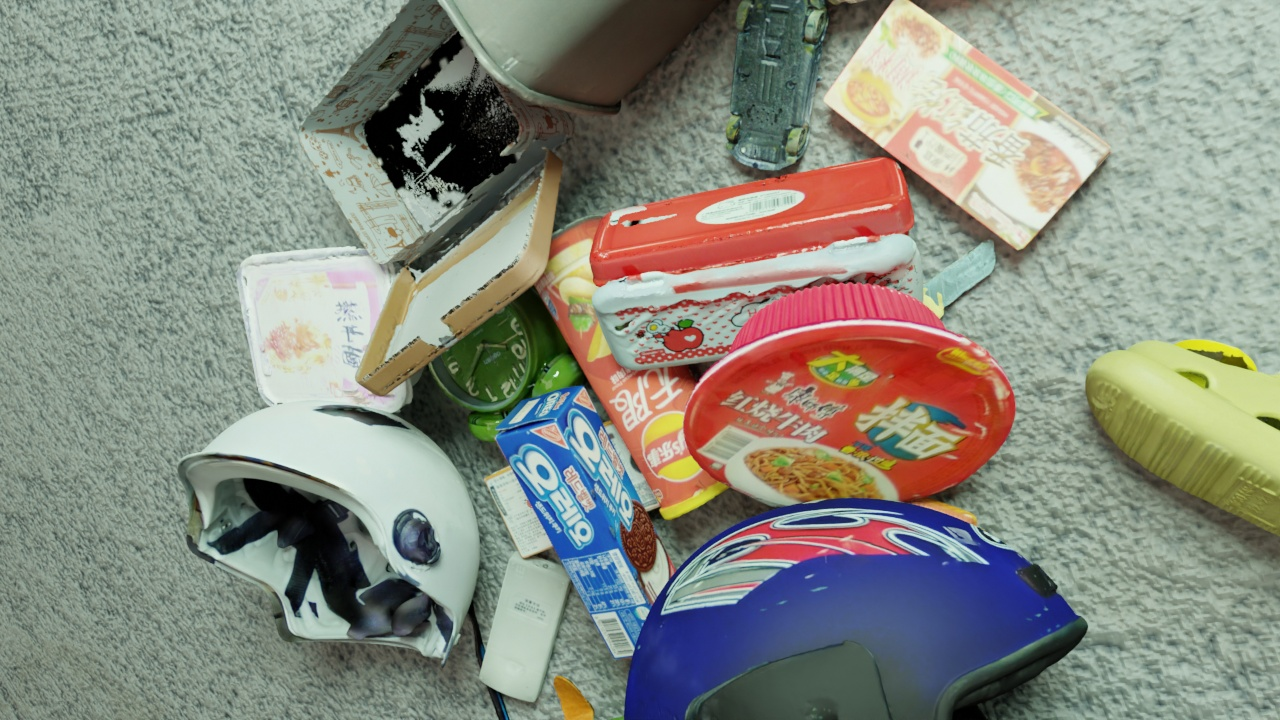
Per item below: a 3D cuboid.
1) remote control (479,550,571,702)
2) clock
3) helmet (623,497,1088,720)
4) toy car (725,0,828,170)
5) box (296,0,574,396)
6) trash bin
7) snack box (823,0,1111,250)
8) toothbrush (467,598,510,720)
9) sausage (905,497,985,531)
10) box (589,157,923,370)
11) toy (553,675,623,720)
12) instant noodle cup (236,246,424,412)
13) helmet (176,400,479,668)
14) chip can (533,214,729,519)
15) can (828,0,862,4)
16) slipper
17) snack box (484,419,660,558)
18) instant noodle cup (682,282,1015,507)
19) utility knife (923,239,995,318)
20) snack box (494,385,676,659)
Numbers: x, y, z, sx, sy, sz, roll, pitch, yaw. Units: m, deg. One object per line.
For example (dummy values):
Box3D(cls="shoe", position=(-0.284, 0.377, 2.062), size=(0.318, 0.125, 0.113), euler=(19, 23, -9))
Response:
Box3D(cls="remote control", position=(-0.099, 0.230, 0.789), size=(0.056, 0.019, 0.135), euler=(19, 111, 9))
Box3D(cls="clock", position=(-0.105, 0.000, 0.718), size=(0.116, 0.056, 0.161), euler=(-32, 87, 31))
Box3D(cls="helmet", position=(0.146, 0.202, 0.540), size=(0.316, 0.247, 0.240), euler=(-5, 78, 21))
Box3D(cls="toy car", position=(0.087, -0.183, 0.586), size=(0.054, 0.036, 0.121), euler=(17, 120, 22))
Box3D(cls="box", position=(-0.140, -0.120, 0.662), size=(0.180, 0.130, 0.272), euler=(-33, 61, 30))
Box3D(cls="trash bin", position=(-0.010, -0.288, 0.530), size=(0.220, 0.198, 0.199), euler=(-33, 88, 22))
Box3D(cls="snack box", position=(0.191, -0.141, 0.548), size=(0.153, 0.025, 0.075), euler=(42, 117, 12))
Box3D(cls="toothbrush", position=(-0.139, 0.285, 0.831), size=(0.016, 0.014, 0.189), euler=(-14, 97, 30))
Box3D(cls="sausage", position=(0.152, 0.090, 0.628), size=(0.165, 0.021, 0.021), euler=(18, 110, 23))
Box3D(cls="box", position=(0.073, -0.052, 0.588), size=(0.202, 0.095, 0.102), euler=(-9, 123, 13))
Box3D(cls="toy", position=(0.000, 0.343, 0.727), size=(0.247, 0.089, 0.227), euler=(-30, 85, 19))
Box3D(cls="instant noodle cup", position=(-0.256, -0.029, 0.787), size=(0.174, 0.060, 0.138), euler=(-1, 102, 26))
Box3D(cls="helmet", position=(-0.231, 0.121, 0.745), size=(0.229, 0.145, 0.259), euler=(-6, 127, 30))
Box3D(cls="chip can", position=(-0.004, 0.004, 0.659), size=(0.073, 0.073, 0.216), euler=(-30, 87, 30))
Box3D(cls="can", position=(0.175, -0.245, 0.511), size=(0.147, 0.058, 0.058), euler=(-5, 100, 28))
Box3D(cls="slipper", position=(0.342, 0.043, 0.495), size=(0.190, 0.092, 0.081), euler=(35, 76, 25))
Box3D(cls="snack box", position=(-0.051, 0.101, 0.732), size=(0.154, 0.026, 0.075), euler=(-26, 91, 30))
Box3D(cls="instant noodle cup", position=(0.121, 0.019, 0.561), size=(0.194, 0.065, 0.194), euler=(2, 141, 1))
Box3D(cls="utility knife", position=(0.154, -0.014, 0.609), size=(0.196, 0.020, 0.031), euler=(-39, 89, 25))
Box3D(cls="snack box", position=(-0.031, 0.121, 0.675), size=(0.057, 0.058, 0.207), euler=(-17, 109, 27))
